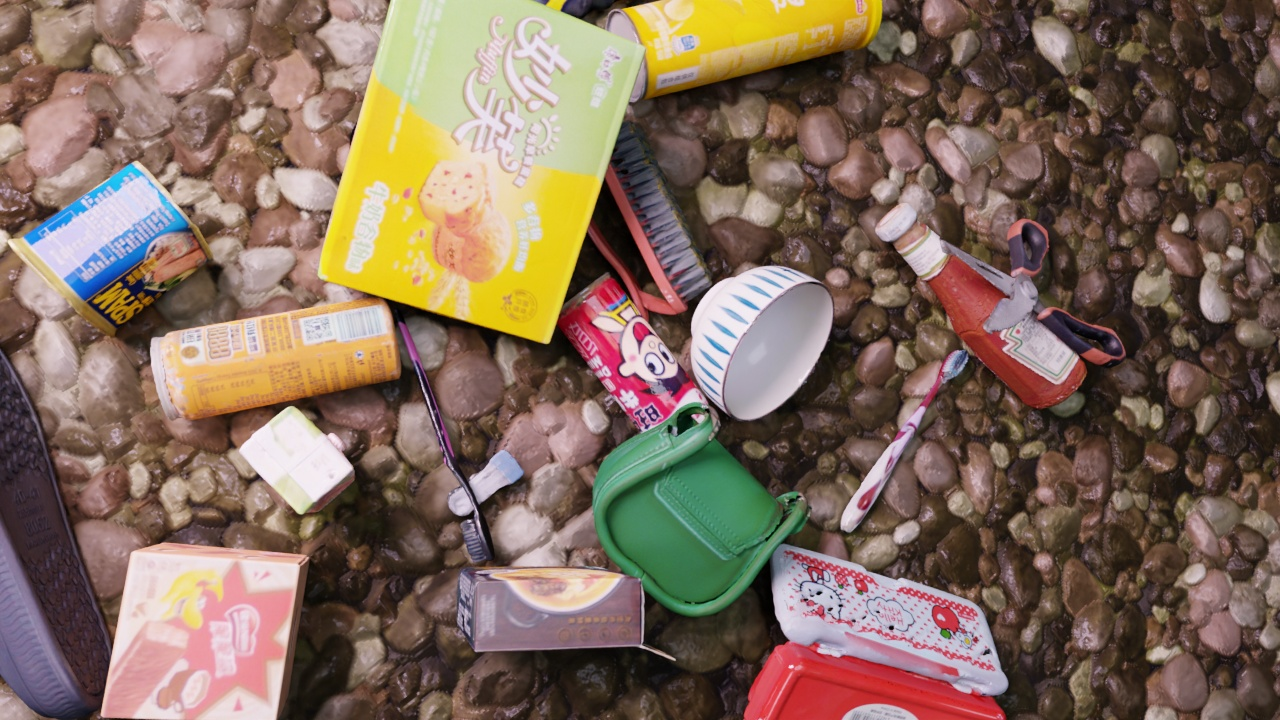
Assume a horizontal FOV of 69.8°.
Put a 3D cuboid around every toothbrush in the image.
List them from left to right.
[{"bbox_3d":[-0.140,0.051,0.635,0.018,0.014,0.189,-24,80,8],"label":"toothbrush"},{"bbox_3d":[0.215,0.063,0.740,0.016,0.017,0.187,40,73,-7],"label":"toothbrush"}]

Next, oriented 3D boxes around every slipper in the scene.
[{"bbox_3d":[-0.389,0.088,0.521,0.083,0.111,0.268,-22,92,-15],"label":"slipper"}]

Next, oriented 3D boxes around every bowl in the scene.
[{"bbox_3d":[0.080,-0.020,0.677,0.116,0.116,0.066,-40,53,-17],"label":"bowl"}]

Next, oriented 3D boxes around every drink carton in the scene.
[{"bbox_3d":[-0.207,0.063,0.567,0.045,0.123,0.053,-43,94,-19],"label":"drink carton"}]

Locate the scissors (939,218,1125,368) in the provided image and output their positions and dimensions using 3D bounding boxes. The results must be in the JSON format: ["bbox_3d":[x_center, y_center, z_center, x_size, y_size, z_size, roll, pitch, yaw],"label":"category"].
[{"bbox_3d":[0.316,-0.051,0.731,0.189,0.015,0.224,47,42,-2],"label":"scissors"}]

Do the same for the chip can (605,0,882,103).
[{"bbox_3d":[0.082,-0.259,0.720,0.213,0.072,0.072,-20,88,-17],"label":"chip can"}]

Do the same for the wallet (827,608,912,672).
[{"bbox_3d":[0.162,0.246,0.700,0.115,0.020,0.101,18,77,-16],"label":"wallet"}]

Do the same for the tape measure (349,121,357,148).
[{"bbox_3d":[-0.176,-0.150,0.648,0.058,0.039,0.057,10,80,-14],"label":"tape measure"}]

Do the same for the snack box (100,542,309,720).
[{"bbox_3d":[-0.260,0.164,0.561,0.094,0.077,0.092,9,80,-15],"label":"snack box"}]

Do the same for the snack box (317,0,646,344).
[{"bbox_3d":[-0.106,-0.132,0.604,0.157,0.070,0.210,16,102,-15],"label":"snack box"}]

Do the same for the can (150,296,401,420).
[{"bbox_3d":[-0.234,-0.002,0.601,0.146,0.058,0.058,-12,85,-17],"label":"can"}]

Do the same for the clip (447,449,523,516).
[{"bbox_3d":[-0.111,0.087,0.644,0.058,0.043,0.027,-35,95,-10],"label":"clip"}]

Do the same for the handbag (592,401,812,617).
[{"bbox_3d":[0.037,0.101,0.628,0.120,0.068,0.131,-41,107,17],"label":"handbag"}]

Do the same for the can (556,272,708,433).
[{"bbox_3d":[-0.004,0.004,0.668,0.053,0.053,0.133,-38,93,-17],"label":"can"}]

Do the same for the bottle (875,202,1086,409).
[{"bbox_3d":[0.274,-0.046,0.750,0.206,0.060,0.059,43,73,-6],"label":"bottle"}]

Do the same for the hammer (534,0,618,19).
[{"bbox_3d":[0.044,-0.334,0.741,0.322,0.032,0.126,-27,90,-17],"label":"hammer"}]

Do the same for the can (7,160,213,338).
[{"bbox_3d":[-0.319,-0.067,0.564,0.083,0.102,0.057,-44,94,-19],"label":"can"}]

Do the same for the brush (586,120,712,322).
[{"bbox_3d":[-0.003,-0.100,0.683,0.069,0.063,0.146,-26,91,13],"label":"brush"}]

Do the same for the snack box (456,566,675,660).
[{"bbox_3d":[-0.052,0.164,0.601,0.125,0.113,0.053,2,81,-16],"label":"snack box"}]

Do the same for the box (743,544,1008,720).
[{"bbox_3d":[0.176,0.223,0.666,0.201,0.074,0.154,20,71,-19],"label":"box"}]
